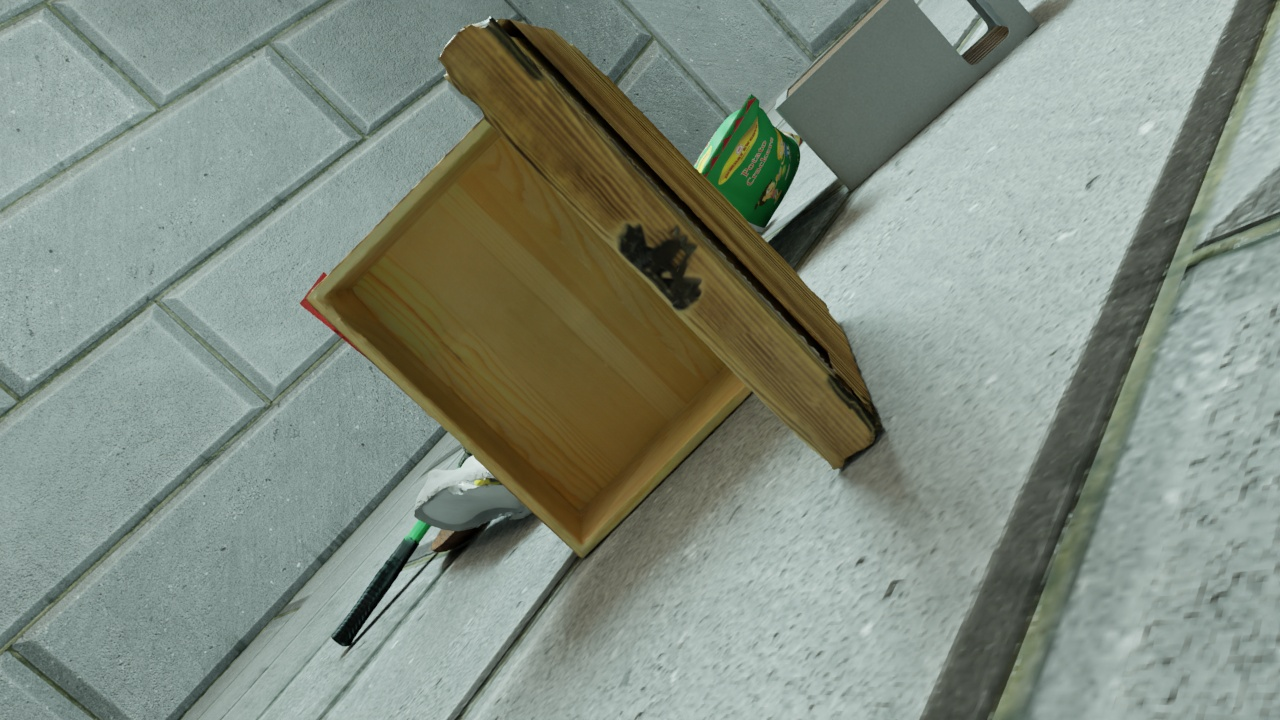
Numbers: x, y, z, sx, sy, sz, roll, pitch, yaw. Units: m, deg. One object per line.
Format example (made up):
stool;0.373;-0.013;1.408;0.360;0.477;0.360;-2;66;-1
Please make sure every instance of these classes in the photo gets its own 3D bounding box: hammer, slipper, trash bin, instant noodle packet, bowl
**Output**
hammer;-0.301;0.238;1.223;0.318;0.032;0.130;-55;-4;-13
slipper;-0.169;0.135;0.990;0.247;0.112;0.074;-24;59;53
trash bin;0.263;-0.303;0.941;0.229;0.114;0.114;-42;9;22
instant noodle packet;0.094;-0.171;0.977;0.196;0.090;0.252;-57;-15;15
bowl;-0.214;0.201;1.132;0.102;0.026;0.114;-45;9;6

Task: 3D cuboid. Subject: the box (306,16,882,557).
box;-0.029;-0.041;0.578;0.286;0.279;0.334;-45;7;0

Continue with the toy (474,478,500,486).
toy;-0.153;0.089;1.173;0.133;0.092;0.208;-39;-22;-58
